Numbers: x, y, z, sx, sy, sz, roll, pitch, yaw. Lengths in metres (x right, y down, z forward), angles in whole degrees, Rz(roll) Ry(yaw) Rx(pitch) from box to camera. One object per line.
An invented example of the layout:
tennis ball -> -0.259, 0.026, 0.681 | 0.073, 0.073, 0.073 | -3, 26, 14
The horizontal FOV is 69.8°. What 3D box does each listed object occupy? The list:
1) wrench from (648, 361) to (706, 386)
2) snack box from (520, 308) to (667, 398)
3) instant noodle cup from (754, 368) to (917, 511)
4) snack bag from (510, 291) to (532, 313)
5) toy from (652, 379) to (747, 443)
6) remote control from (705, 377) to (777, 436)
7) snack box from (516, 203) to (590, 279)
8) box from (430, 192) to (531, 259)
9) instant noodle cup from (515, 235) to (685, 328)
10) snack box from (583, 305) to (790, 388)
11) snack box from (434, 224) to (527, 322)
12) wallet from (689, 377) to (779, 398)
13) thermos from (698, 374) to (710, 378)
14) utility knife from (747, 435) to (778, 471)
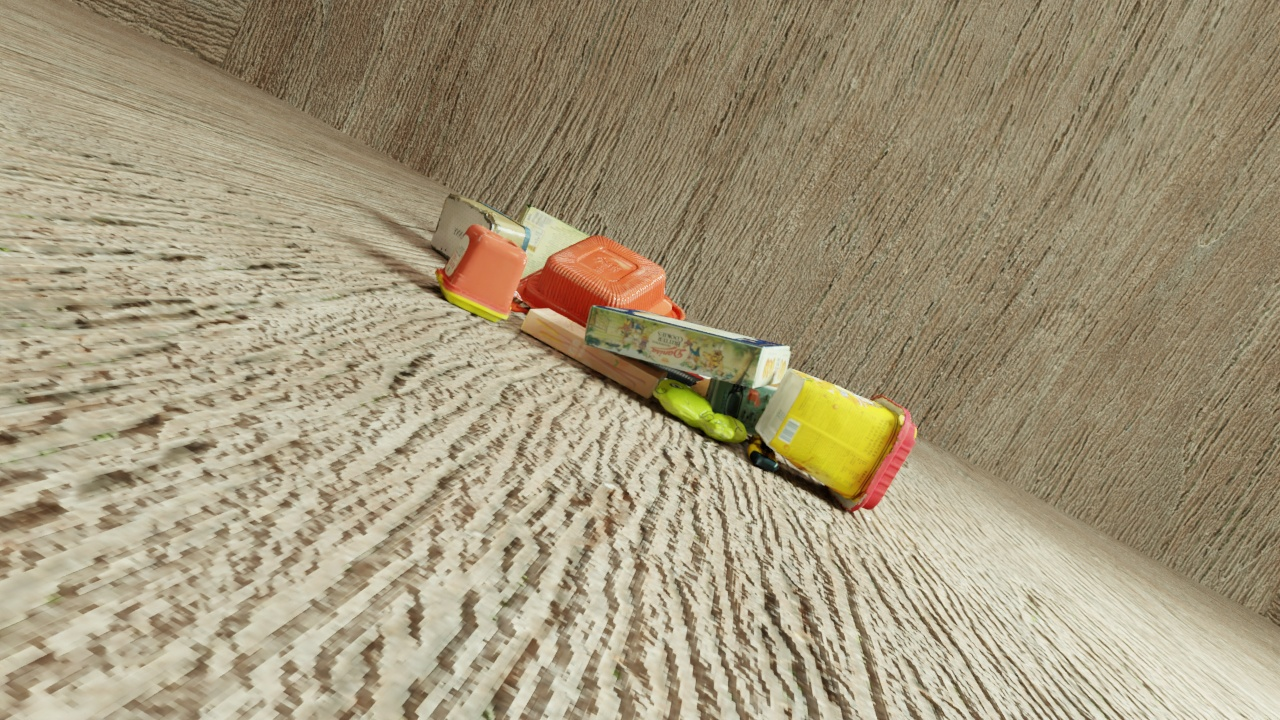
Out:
wrench -> 0.088, 0.038, 1.127 | 0.274, 0.016, 0.056 | 26, 30, 29
snack box -> -0.048, -0.010, 0.999 | 0.157, 0.026, 0.084 | 28, 7, 5
instant noodle cup -> 0.191, 0.073, 0.925 | 0.123, 0.116, 0.116 | 27, 7, -8
snack bag -> -0.167, -0.081, 1.078 | 0.048, 0.026, 0.104 | 38, -2, -42
toy -> 0.058, 0.052, 0.933 | 0.100, 0.031, 0.096 | 37, 10, 30
remote control -> 0.135, 0.055, 0.984 | 0.135, 0.056, 0.019 | 13, 5, -7
snack box -> -0.095, -0.138, 1.423 | 0.240, 0.114, 0.063 | 25, 6, -19
box -> -0.221, -0.166, 1.240 | 0.063, 0.090, 0.184 | 14, 14, -36
instant noodle cup -> -0.050, -0.089, 1.139 | 0.189, 0.079, 0.164 | 29, 37, 19
snack box -> 0.055, -0.016, 0.968 | 0.183, 0.046, 0.177 | 15, 5, 16
snack box -> -0.164, -0.094, 0.951 | 0.082, 0.080, 0.091 | 24, 8, -24
wallet -> 0.127, 0.045, 1.071 | 0.131, 0.031, 0.108 | -11, 33, -40
thermos -> 0.062, -0.012, 1.306 | 0.073, 0.073, 0.224 | 27, 6, -8
utility knife -> 0.130, 0.092, 0.979 | 0.033, 0.015, 0.190 | 31, 6, 3
